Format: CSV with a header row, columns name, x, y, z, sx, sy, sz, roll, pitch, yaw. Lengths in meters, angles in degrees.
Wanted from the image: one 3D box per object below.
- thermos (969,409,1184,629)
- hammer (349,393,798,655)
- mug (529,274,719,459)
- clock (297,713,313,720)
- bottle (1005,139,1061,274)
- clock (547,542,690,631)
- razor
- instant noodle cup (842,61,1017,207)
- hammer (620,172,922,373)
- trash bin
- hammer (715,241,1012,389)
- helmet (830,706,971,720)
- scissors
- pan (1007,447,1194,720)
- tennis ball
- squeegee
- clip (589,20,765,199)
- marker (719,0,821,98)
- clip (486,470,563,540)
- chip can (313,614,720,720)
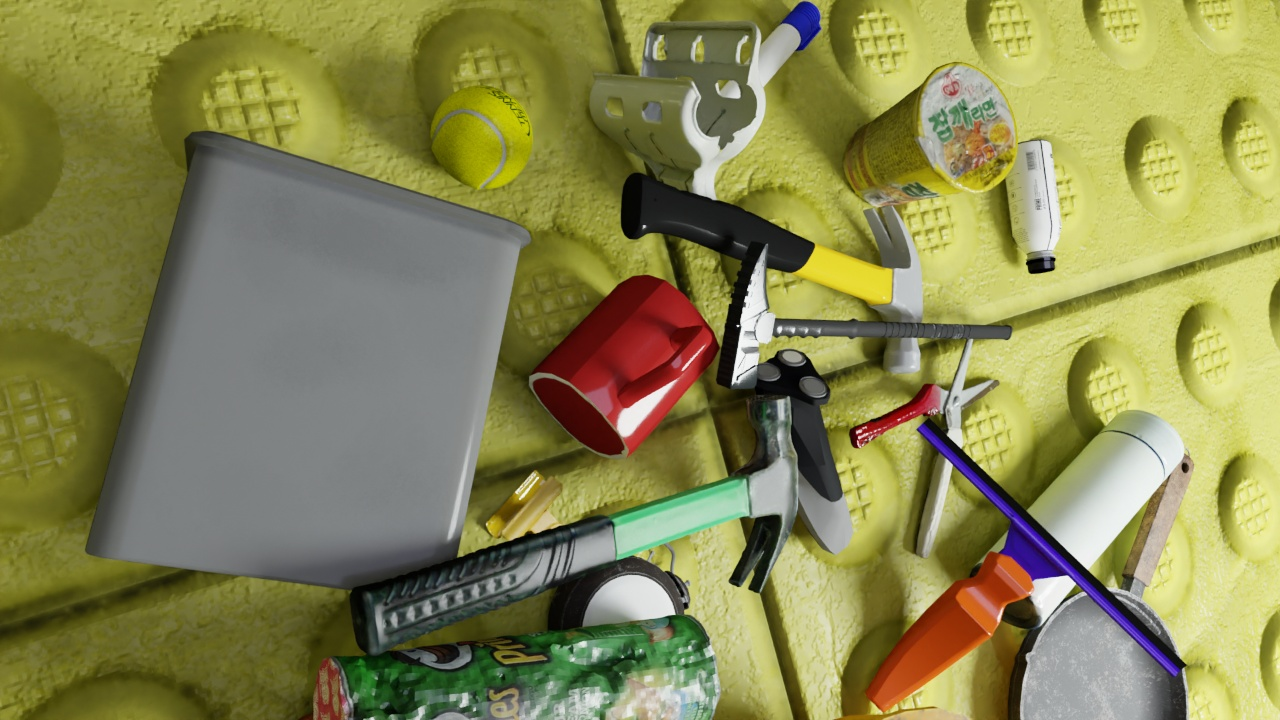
name,x,y,z,sx,sy,sz,roll,pitch,yaw
thermos,0.376,0.130,0.785,0.229,0.068,0.068,-37,99,-23
hammer,-0.018,0.109,0.554,0.317,0.032,0.130,-10,101,-38
mug,-0.004,0.003,0.597,0.096,0.117,0.080,-47,108,-22
clock,-0.159,0.259,0.519,0.157,0.073,0.121,12,79,-22
bottle,0.351,-0.135,0.819,0.041,0.041,0.116,-3,85,-25
clock,-0.012,0.171,0.613,0.091,0.044,0.122,36,70,-17
razor,0.124,0.071,0.684,0.057,0.060,0.156,-26,109,-36
instant noodle cup,0.221,-0.167,0.725,0.102,0.108,0.102,3,82,-25
hammer,0.110,-0.075,0.653,0.323,0.029,0.127,12,80,-42
trash bin,-0.183,0.010,0.526,0.191,0.098,0.219,14,79,-23
hammer,0.187,-0.030,0.685,0.324,0.015,0.095,0,104,-38
helmet,0.125,0.339,0.607,0.254,0.131,0.205,-43,101,-22
scissors,0.239,0.069,0.747,0.198,0.015,0.179,-11,99,-36
pan,0.423,0.232,0.810,0.207,0.040,0.356,35,70,-17
tennis ball,-0.103,-0.145,0.597,0.065,0.065,0.065,3,82,-24
squeegee,0.245,0.198,0.702,0.185,0.055,0.249,-44,78,1
clip,0.018,-0.158,0.631,0.110,0.127,0.151,1,107,-33
marker,0.099,-0.233,0.725,0.133,0.023,0.027,-51,126,-21
clip,-0.068,0.105,0.605,0.048,0.046,0.054,38,66,10
chip can,-0.061,0.189,0.511,0.222,0.076,0.075,2,83,-31
